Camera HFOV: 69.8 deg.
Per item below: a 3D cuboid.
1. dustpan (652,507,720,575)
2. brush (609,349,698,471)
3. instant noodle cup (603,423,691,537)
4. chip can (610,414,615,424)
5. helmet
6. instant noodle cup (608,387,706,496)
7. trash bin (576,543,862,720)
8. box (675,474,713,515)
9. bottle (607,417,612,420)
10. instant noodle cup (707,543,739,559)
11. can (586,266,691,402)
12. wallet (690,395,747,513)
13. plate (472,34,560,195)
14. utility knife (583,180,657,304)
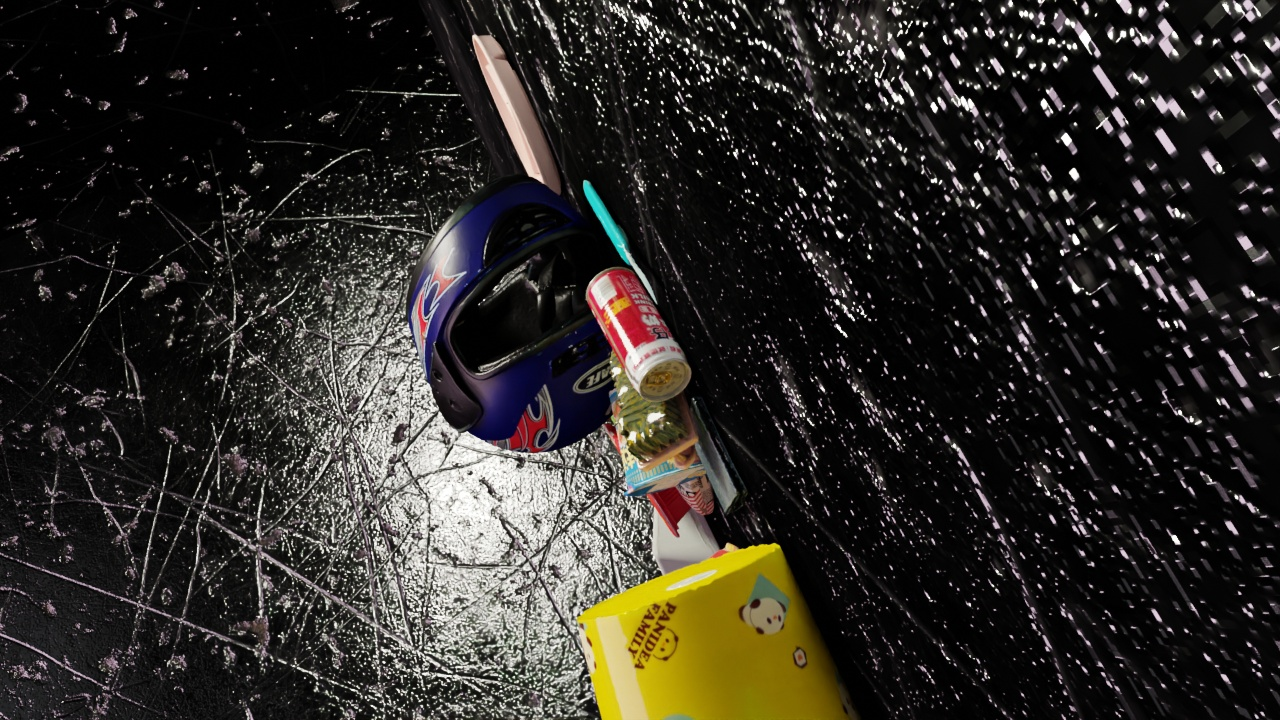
[{"bbox_3d":[0.099,0.269,1.500,0.223,0.143,0.257,74,-161,-63],"label":"dustpan"},{"bbox_3d":[0.012,0.034,0.865,0.073,0.063,0.145,38,-153,-42],"label":"brush"},{"bbox_3d":[0.024,0.157,1.314,0.194,0.066,0.194,56,176,5],"label":"instant noodle cup"},{"bbox_3d":[-0.036,0.012,1.269,0.221,0.072,0.073,62,175,29],"label":"chip can"},{"bbox_3d":[-0.117,-0.027,1.032,0.240,0.246,0.316,48,151,11],"label":"helmet"},{"bbox_3d":[0.016,0.075,0.959,0.099,0.099,0.110,83,170,-76],"label":"instant noodle cup"},{"bbox_3d":[0.075,0.302,0.755,0.230,0.229,0.255,95,155,-81],"label":"trash bin"},{"bbox_3d":[0.054,0.133,1.070,0.068,0.051,0.164,38,161,32],"label":"box"},{"bbox_3d":[-0.054,0.060,1.323,0.174,0.058,0.057,-4,-117,-55],"label":"bottle"},{"bbox_3d":[0.083,0.286,0.996,0.138,0.108,0.138,52,158,31],"label":"instant noodle cup"},{"bbox_3d":[-0.003,-0.025,0.826,0.132,0.053,0.053,60,174,42],"label":"can"},{"bbox_3d":[0.069,0.090,0.857,0.121,0.019,0.097,86,159,-73],"label":"wallet"},{"bbox_3d":[-0.155,-0.309,1.177,0.229,0.028,0.229,154,91,-84],"label":"plate"},{"bbox_3d":[-0.020,-0.110,0.814,0.218,0.013,0.029,-117,6,-50],"label":"utility knife"}]
